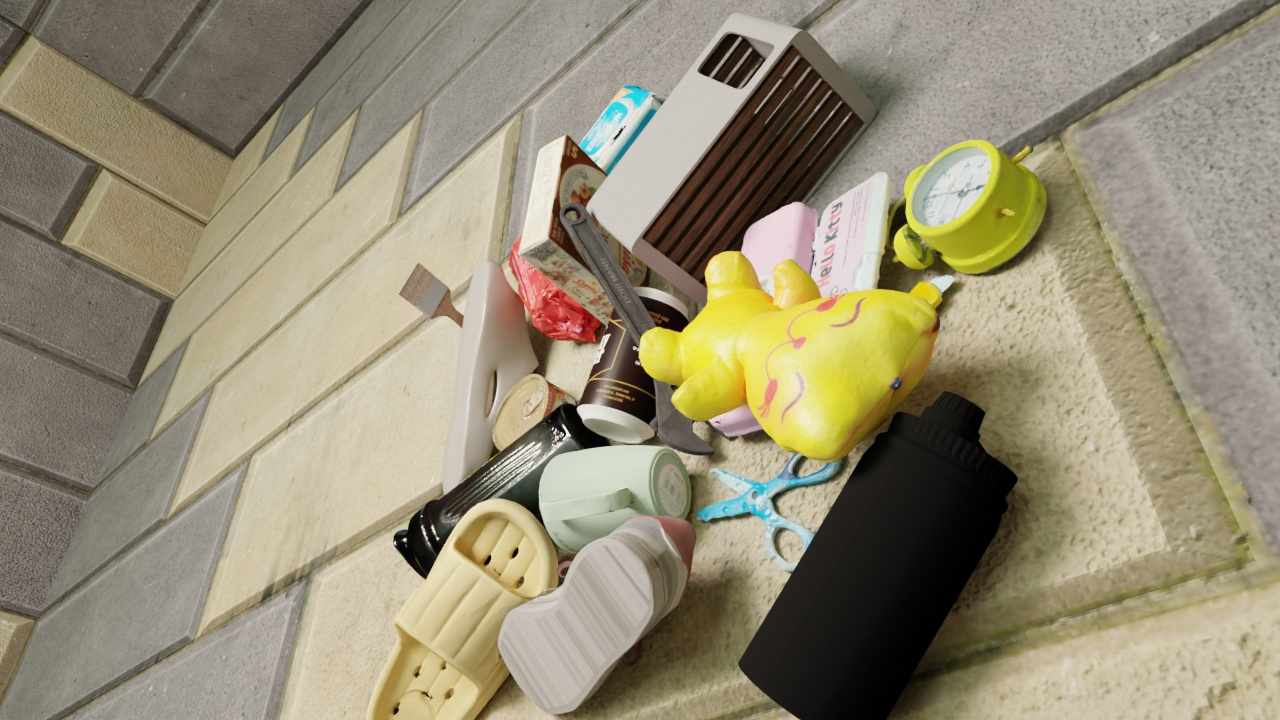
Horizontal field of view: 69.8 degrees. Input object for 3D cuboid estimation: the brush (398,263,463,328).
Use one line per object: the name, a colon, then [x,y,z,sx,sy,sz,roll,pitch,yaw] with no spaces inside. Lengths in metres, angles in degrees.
brush: [-0.213,-0.050,1.060,0.008,0.143,0.045,-7,49,47]

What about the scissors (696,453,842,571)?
scissors: [0.096,0.093,0.683,0.117,0.013,0.140,-60,33,-3]

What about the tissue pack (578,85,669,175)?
tissue pack: [-0.021,-0.251,1.055,0.144,0.061,0.093,-54,35,4]

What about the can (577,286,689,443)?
can: [-0.005,0.005,0.823,0.072,0.072,0.128,-6,58,49]

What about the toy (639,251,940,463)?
toy: [0.093,0.004,0.611,0.134,0.087,0.194,-50,36,-16]

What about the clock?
clock: [0.223,-0.105,0.646,0.119,0.057,0.083,-12,56,55]

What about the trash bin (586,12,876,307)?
trash bin: [0.077,-0.179,0.831,0.229,0.114,0.114,-52,35,8]

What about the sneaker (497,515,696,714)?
sneaker: [-0.028,0.191,0.705,0.099,0.089,0.237,56,135,16]

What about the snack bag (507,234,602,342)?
snack bag: [-0.095,-0.084,0.996,0.082,0.082,0.176,-46,35,15]

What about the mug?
mug: [-0.025,0.110,0.733,0.104,0.111,0.084,-14,85,33]

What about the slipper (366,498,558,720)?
slipper: [-0.162,0.246,0.785,0.261,0.111,0.079,-60,-9,7]

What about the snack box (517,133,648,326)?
snack box: [-0.049,-0.125,0.915,0.041,0.147,0.142,-22,46,31]

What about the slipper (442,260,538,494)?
slipper: [-0.158,0.027,1.005,0.113,0.080,0.265,153,125,-66]

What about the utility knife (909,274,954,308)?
utility knife: [0.167,-0.002,0.665,0.159,0.017,0.030,-51,39,15]

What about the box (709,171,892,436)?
box: [0.124,-0.044,0.713,0.153,0.037,0.200,-25,45,52]

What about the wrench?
wrench: [-0.003,-0.034,0.788,0.073,0.018,0.273,-24,65,-15]

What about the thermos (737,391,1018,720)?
thermos: [0.145,0.115,0.537,0.198,0.086,0.086,-58,34,-2]

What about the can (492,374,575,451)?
can: [-0.108,0.061,0.929,0.086,0.043,0.086,-31,42,33]

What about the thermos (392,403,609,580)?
thermos: [-0.127,0.135,0.858,0.221,0.098,0.098,-40,37,15]
